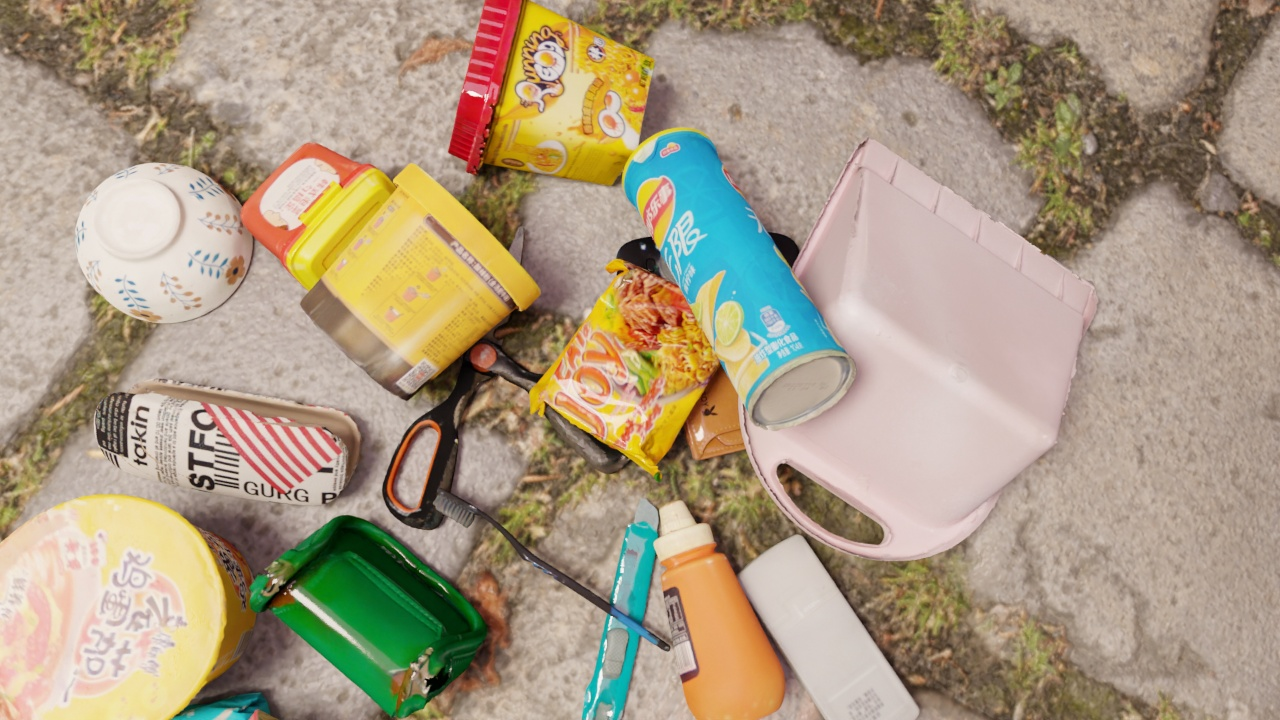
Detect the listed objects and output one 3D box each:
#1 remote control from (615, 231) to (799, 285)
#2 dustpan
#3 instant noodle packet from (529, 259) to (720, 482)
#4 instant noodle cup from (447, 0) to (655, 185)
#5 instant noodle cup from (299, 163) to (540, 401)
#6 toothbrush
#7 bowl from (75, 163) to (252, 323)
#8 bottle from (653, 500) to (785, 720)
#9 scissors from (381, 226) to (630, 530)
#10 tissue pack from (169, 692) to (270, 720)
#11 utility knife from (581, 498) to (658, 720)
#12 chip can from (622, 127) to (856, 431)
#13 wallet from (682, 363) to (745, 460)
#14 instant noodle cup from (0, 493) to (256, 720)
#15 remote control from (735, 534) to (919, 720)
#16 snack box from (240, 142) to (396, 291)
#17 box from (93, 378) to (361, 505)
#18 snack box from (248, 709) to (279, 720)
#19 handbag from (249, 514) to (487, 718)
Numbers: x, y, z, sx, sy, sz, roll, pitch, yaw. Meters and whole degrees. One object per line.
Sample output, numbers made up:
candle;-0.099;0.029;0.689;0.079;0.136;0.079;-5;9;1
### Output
remote control;0.050;-0.068;0.677;0.136;0.024;0.053;-3;75;-3
dustpan;0.188;-0.002;0.662;0.222;0.139;0.272;35;44;-1
instant noodle packet;-0.004;0.004;0.624;0.111;0.044;0.128;30;78;9
instant noodle cup;-0.063;-0.186;0.654;0.123;0.116;0.116;14;76;-14
instant noodle cup;-0.145;-0.045;0.596;0.118;0.118;0.114;43;84;4
toothbrush;-0.059;0.142;0.613;0.189;0.014;0.016;35;83;-1
bowl;-0.333;-0.088;0.629;0.113;0.062;0.113;1;77;-6
bottle;0.044;0.165;0.612;0.066;0.067;0.149;-17;73;-9
scissors;-0.103;0.016;0.647;0.221;0.022;0.233;23;78;0
tissue pack;-0.269;0.280;0.563;0.093;0.050;0.133;-16;80;-9
utility knife;-0.012;0.177;0.626;0.029;0.013;0.166;14;77;-7
chip can;0.057;-0.058;0.589;0.071;0.071;0.210;-20;55;-9
wallet;0.087;0.009;0.663;0.131;0.031;0.107;-12;78;-6
instant noodle cup;-0.304;0.153;0.556;0.138;0.110;0.138;1;79;-5
remote control;0.127;0.195;0.630;0.058;0.021;0.150;-32;82;-11
snack box;-0.217;-0.098;0.630;0.080;0.082;0.091;34;76;21
box;-0.271;0.053;0.618;0.163;0.082;0.075;8;111;-5
snack box;-0.166;0.262;0.540;0.153;0.075;0.025;36;76;-17
handbag;-0.164;0.157;0.563;0.131;0.120;0.068;39;83;1
